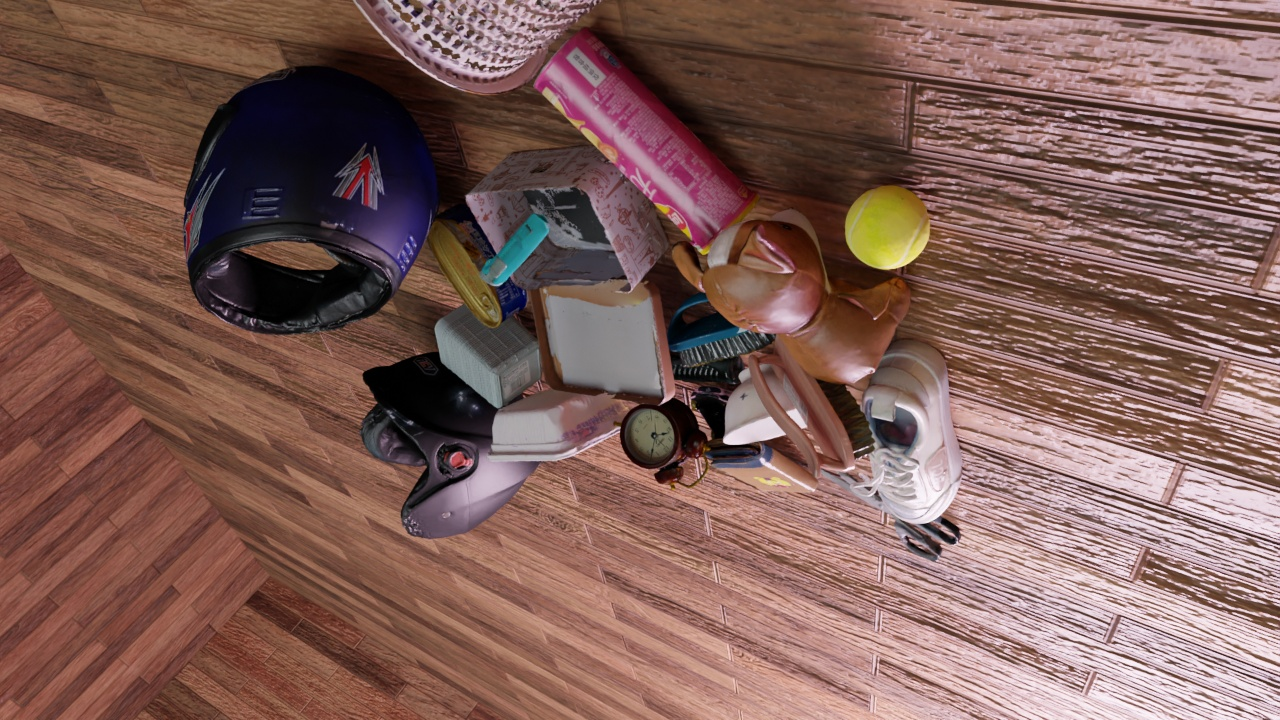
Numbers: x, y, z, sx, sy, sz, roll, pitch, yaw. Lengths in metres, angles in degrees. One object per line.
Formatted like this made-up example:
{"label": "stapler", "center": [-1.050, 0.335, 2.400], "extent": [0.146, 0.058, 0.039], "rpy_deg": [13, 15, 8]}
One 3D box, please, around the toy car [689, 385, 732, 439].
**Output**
{"label": "toy car", "center": [0.098, 0.061, 1.035], "extent": [0.056, 0.037, 0.122], "rpy_deg": [4, 149, 29]}

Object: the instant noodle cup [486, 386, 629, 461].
{"label": "instant noodle cup", "center": [-0.103, 0.071, 1.124], "extent": [0.174, 0.137, 0.060], "rpy_deg": [-5, 105, 48]}

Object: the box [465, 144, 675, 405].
{"label": "box", "center": [-0.058, -0.083, 0.961], "extent": [0.179, 0.105, 0.261], "rpy_deg": [6, 134, 40]}

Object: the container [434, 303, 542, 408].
{"label": "container", "center": [-0.188, -0.011, 1.163], "extent": [0.111, 0.090, 0.090], "rpy_deg": [39, 150, 26]}

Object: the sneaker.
{"label": "sneaker", "center": [0.255, 0.096, 0.889], "extent": [0.090, 0.090, 0.242], "rpy_deg": [16, 141, 32]}

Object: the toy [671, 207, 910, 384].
{"label": "toy", "center": [0.131, -0.063, 0.771], "extent": [0.199, 0.130, 0.140], "rpy_deg": [19, 160, -29]}

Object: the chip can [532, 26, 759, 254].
{"label": "chip can", "center": [0.006, -0.191, 0.803], "extent": [0.210, 0.071, 0.072], "rpy_deg": [44, 147, -6]}

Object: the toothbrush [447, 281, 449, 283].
{"label": "toothbrush", "center": [-0.195, -0.111, 1.141], "extent": [0.181, 0.018, 0.015], "rpy_deg": [-7, 129, 49]}

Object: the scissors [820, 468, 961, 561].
{"label": "scissors", "center": [0.276, 0.160, 1.020], "extent": [0.156, 0.014, 0.168], "rpy_deg": [-7, 123, 50]}

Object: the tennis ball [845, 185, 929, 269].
{"label": "tennis ball", "center": [0.195, -0.105, 0.727], "extent": [0.065, 0.065, 0.066], "rpy_deg": [25, 145, 19]}

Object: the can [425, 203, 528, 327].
{"label": "can", "center": [-0.193, -0.112, 1.082], "extent": [0.148, 0.049, 0.075], "rpy_deg": [56, 146, -5]}

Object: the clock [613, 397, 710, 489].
{"label": "clock", "center": [0.029, 0.092, 1.046], "extent": [0.122, 0.055, 0.082], "rpy_deg": [46, 110, 18]}

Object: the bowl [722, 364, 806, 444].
{"label": "bowl", "center": [0.134, 0.038, 0.947], "extent": [0.119, 0.118, 0.064], "rpy_deg": [-44, 57, 57]}

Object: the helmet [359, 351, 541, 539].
{"label": "helmet", "center": [-0.265, 0.100, 1.269], "extent": [0.233, 0.230, 0.275], "rpy_deg": [41, 158, 48]}

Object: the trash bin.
{"label": "trash bin", "center": [-0.075, -0.322, 0.618], "extent": [0.193, 0.226, 0.227], "rpy_deg": [-14, 121, 37]}

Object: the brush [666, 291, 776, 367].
{"label": "brush", "center": [0.078, -0.037, 0.932], "extent": [0.144, 0.055, 0.073], "rpy_deg": [-14, 115, 51]}

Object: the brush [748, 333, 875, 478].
{"label": "brush", "center": [0.156, 0.042, 0.846], "extent": [0.063, 0.073, 0.145], "rpy_deg": [88, 161, -55]}

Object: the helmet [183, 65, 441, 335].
{"label": "helmet", "center": [-0.363, -0.182, 1.007], "extent": [0.247, 0.240, 0.316], "rpy_deg": [17, 154, -37]}

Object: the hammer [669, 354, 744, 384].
{"label": "hammer", "center": [-0.006, 0.006, 1.086], "extent": [0.301, 0.032, 0.129], "rpy_deg": [2, 133, 43]}

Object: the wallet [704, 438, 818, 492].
{"label": "wallet", "center": [0.137, 0.122, 1.052], "extent": [0.090, 0.033, 0.115], "rpy_deg": [-4, 154, 45]}

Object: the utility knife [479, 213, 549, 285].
{"label": "utility knife", "center": [-0.129, -0.108, 0.923], "extent": [0.029, 0.012, 0.152], "rpy_deg": [49, 143, -5]}
